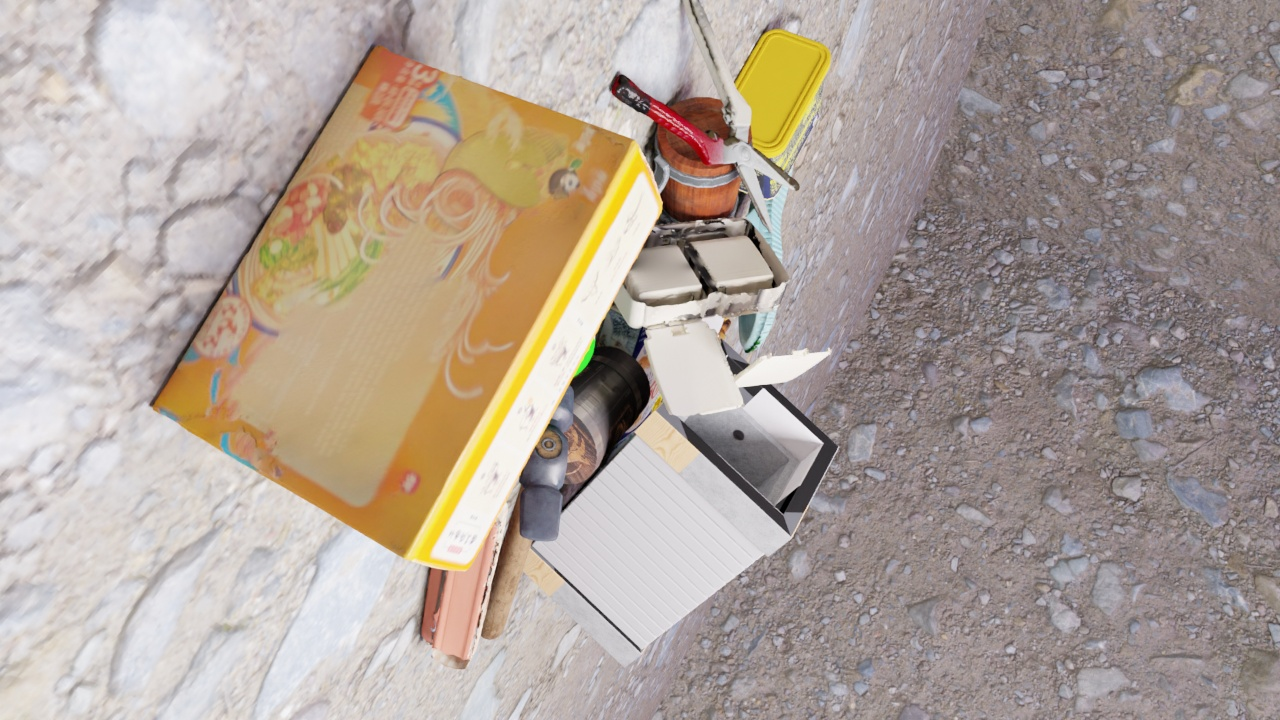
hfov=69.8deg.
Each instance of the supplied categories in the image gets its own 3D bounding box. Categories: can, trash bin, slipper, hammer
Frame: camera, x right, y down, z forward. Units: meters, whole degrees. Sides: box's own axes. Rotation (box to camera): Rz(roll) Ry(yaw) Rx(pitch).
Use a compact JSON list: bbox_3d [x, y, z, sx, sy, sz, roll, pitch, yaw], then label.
[{"bbox_3d":[0.135,-0.249,0.945,0.135,0.075,0.104,-61,166,-13],"label":"can"},{"bbox_3d":[0.028,0.132,0.831,0.248,0.142,0.142,-49,177,37],"label":"trash bin"},{"bbox_3d":[0.129,-0.144,1.062,0.116,0.069,0.276,111,-11,-81],"label":"slipper"},{"bbox_3d":[-0.106,0.160,0.771,0.323,0.040,0.129,112,-18,-48],"label":"hammer"}]

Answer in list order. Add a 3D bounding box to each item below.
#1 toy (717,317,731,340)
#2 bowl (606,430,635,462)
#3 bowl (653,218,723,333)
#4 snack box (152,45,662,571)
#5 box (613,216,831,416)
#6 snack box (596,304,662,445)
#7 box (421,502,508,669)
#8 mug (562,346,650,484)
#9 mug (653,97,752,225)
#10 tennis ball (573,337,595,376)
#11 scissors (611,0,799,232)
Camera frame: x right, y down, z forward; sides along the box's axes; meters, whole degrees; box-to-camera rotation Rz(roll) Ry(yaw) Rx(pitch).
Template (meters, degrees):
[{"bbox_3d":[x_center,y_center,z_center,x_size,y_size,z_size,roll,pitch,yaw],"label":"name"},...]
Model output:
[{"bbox_3d":[0.074,-0.033,1.082,0.087,0.067,0.112,-46,148,-6],"label":"toy"},{"bbox_3d":[-0.006,0.158,1.053,0.074,0.144,0.144,-25,162,4],"label":"bowl"},{"bbox_3d":[0.054,-0.073,0.892,0.149,0.043,0.149,9,80,-64],"label":"bowl"},{"bbox_3d":[-0.099,-0.025,0.421,0.195,0.145,0.080,-62,161,-9],"label":"snack box"},{"bbox_3d":[0.053,-0.036,0.752,0.143,0.180,0.081,-9,138,-18],"label":"box"},{"bbox_3d":[-0.006,0.005,0.930,0.144,0.043,0.145,-30,141,-62],"label":"snack box"},{"bbox_3d":[-0.140,0.169,0.736,0.067,0.056,0.187,-98,-160,-56],"label":"box"},{"bbox_3d":[-0.058,0.053,0.804,0.116,0.080,0.107,-42,-178,39],"label":"mug"},{"bbox_3d":[0.038,-0.153,0.801,0.117,0.081,0.111,-33,157,-17],"label":"mug"},{"bbox_3d":[-0.066,-0.016,0.672,0.065,0.065,0.065,-55,161,-30],"label":"tennis ball"},{"bbox_3d":[0.057,-0.196,0.718,0.198,0.015,0.179,2,87,-37],"label":"scissors"}]
